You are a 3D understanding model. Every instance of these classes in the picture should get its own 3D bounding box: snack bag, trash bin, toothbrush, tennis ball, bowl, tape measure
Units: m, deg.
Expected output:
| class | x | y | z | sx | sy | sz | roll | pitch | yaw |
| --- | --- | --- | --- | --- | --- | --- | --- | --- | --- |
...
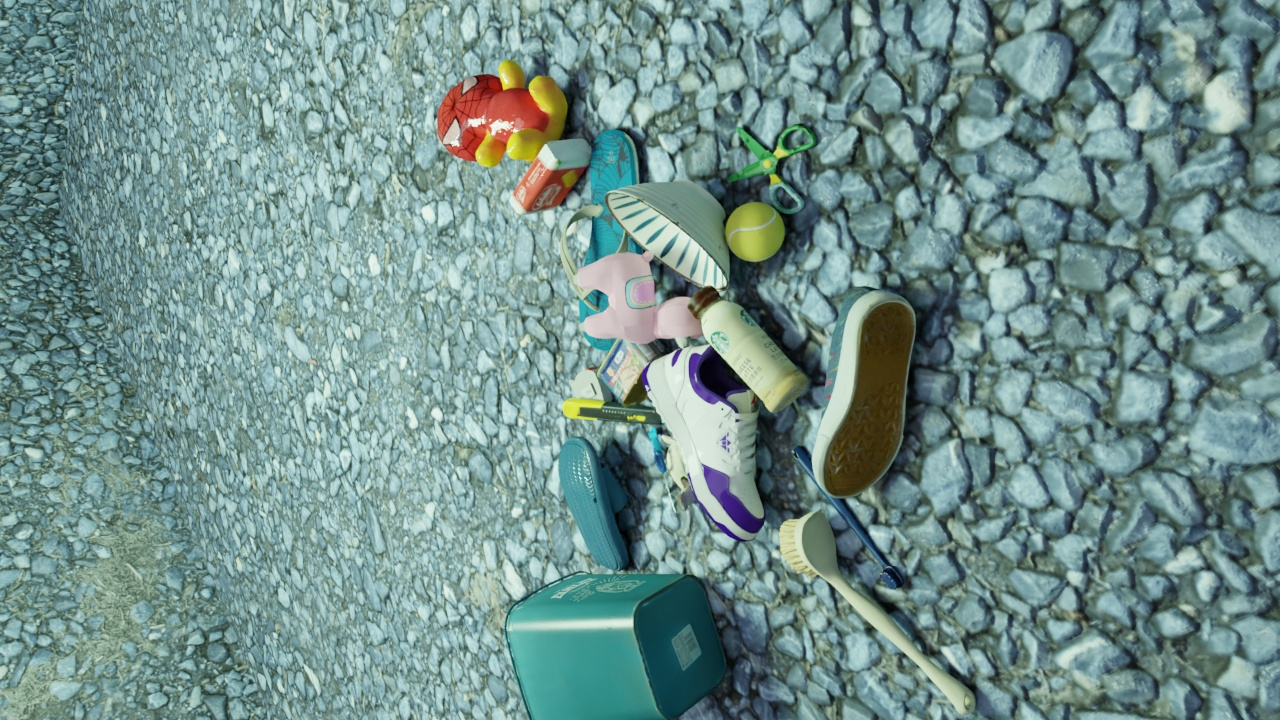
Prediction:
| class | x | y | z | sx | sy | sz | roll | pitch | yaw |
| --- | --- | --- | --- | --- | --- | --- | --- | --- | --- |
| snack bag | -0.119 | -0.246 | 1.229 | 0.036 | 0.076 | 0.116 | 56 | 133 | 13 |
| trash bin | -0.026 | 0.383 | 1.221 | 0.219 | 0.196 | 0.199 | -19 | 88 | 40 |
| toothbrush | 0.227 | 0.174 | 1.023 | 0.190 | 0.017 | 0.016 | 54 | 131 | 21 |
| tennis ball | 0.126 | -0.142 | 1.014 | 0.065 | 0.065 | 0.065 | 13 | 109 | 43 |
| bowl | 0.049 | -0.162 | 1.063 | 0.177 | 0.177 | 0.071 | 31 | 80 | 37 |
| tape measure | -0.070 | 0.043 | 1.292 | 0.062 | 0.020 | 0.060 | -35 | 75 | 44 |

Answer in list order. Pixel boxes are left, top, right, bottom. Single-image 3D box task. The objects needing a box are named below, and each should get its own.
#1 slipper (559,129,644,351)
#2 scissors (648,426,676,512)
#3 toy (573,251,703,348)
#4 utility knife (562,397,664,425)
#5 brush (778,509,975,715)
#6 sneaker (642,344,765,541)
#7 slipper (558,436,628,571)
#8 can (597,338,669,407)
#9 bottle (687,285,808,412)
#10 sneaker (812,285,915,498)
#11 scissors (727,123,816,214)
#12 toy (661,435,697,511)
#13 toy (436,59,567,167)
| class | x | y | z | sx | sy | sz | roll | pitch | yaw |
| --- | --- | --- | --- | --- | --- | --- | --- | --- | --- |
| slipper | -0.049 | -0.149 | 1.197 | 0.118 | 0.060 | 0.295 | 17 | 112 | 39 |
| scissors | 0.027 | 0.136 | 1.177 | 0.133 | 0.014 | 0.127 | 79 | 177 | -62 |
| toy | 0.003 | -0.072 | 1.124 | 0.158 | 0.067 | 0.123 | -5 | 94 | 14 |
| utility knife | -0.033 | 0.070 | 1.246 | 0.174 | 0.020 | 0.029 | 2 | 119 | 33 |
| brush | 0.255 | 0.273 | 1.000 | 0.272 | 0.061 | 0.078 | 47 | 145 | 22 |
| sneaker | 0.104 | 0.087 | 1.088 | 0.111 | 0.091 | 0.244 | -32 | 80 | 31 |
| slipper | -0.061 | 0.200 | 1.296 | 0.104 | 0.059 | 0.214 | 9 | 120 | 49 |
| can | -0.007 | 0.007 | 1.195 | 0.059 | 0.053 | 0.100 | 50 | 131 | 23 |
| bottle | 0.119 | -0.017 | 1.047 | 0.162 | 0.056 | 0.057 | 49 | 130 | 17 |
| sneaker | 0.228 | 0.031 | 0.961 | 0.079 | 0.087 | 0.236 | -112 | 26 | -63 |
| scissors | 0.146 | -0.212 | 1.016 | 0.126 | 0.011 | 0.127 | -15 | 89 | 45 |
| toy | 0.059 | 0.138 | 1.146 | 0.087 | 0.050 | 0.112 | 65 | 178 | -37 |
| toy | -0.196 | -0.331 | 1.265 | 0.216 | 0.098 | 0.147 | 17 | 77 | 40 |
